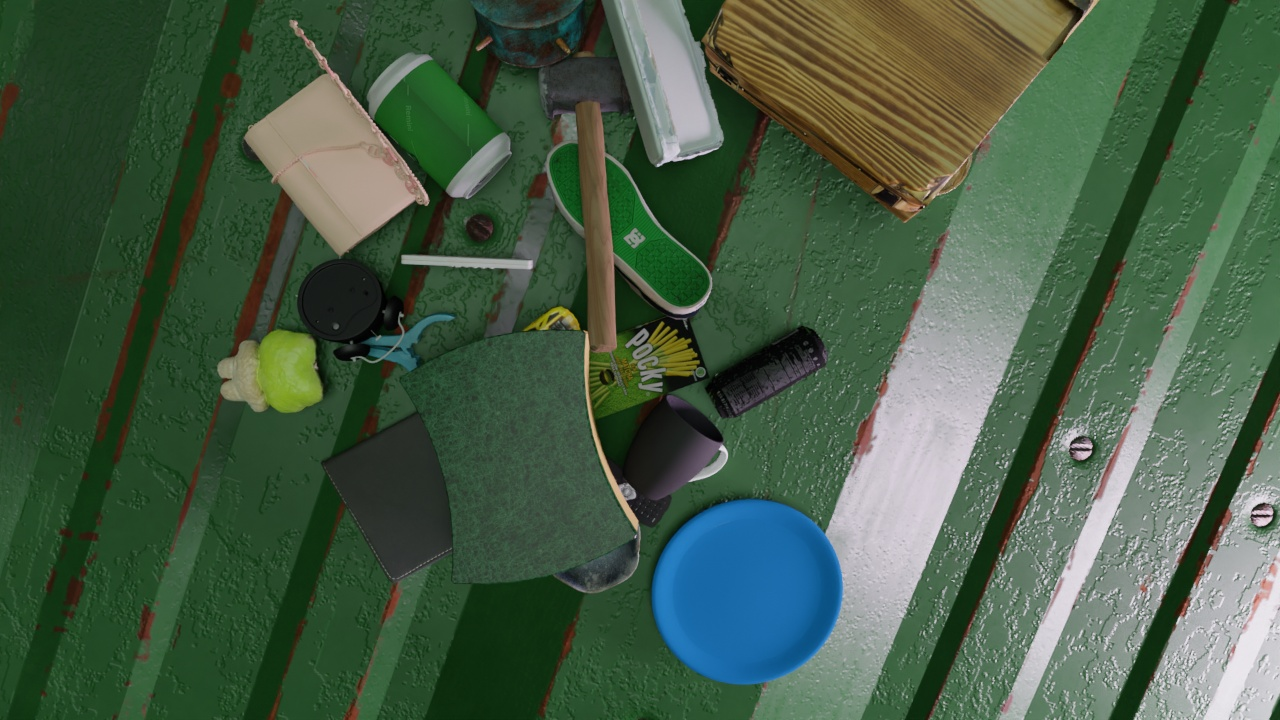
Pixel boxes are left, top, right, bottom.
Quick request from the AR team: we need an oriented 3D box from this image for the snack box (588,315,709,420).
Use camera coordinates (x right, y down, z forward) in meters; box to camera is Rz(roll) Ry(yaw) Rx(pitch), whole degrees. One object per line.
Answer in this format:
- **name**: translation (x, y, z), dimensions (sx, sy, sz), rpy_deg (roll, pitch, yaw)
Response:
- **snack box**: translation (-0.006, 0.006, 1.030), dimensions (0.147, 0.025, 0.080), rpy_deg (-20, 99, -1)

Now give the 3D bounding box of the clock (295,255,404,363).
- **clock**: translation (-0.306, -0.051, 0.978), dimensions (0.120, 0.042, 0.091), rpy_deg (43, 82, 9)

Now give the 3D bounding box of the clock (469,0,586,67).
- **clock**: translation (-0.112, -0.383, 0.934), dimensions (0.121, 0.073, 0.157), rpy_deg (2, 68, 0)

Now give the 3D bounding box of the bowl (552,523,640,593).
- **bowl**: translation (-0.055, 0.203, 1.039), dimensions (0.110, 0.055, 0.110), rpy_deg (-1, 97, -4)

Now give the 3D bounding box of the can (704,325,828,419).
- **can**: translation (0.142, 0.014, 1.027), dimensions (0.137, 0.054, 0.054), rpy_deg (-30, 99, 1)

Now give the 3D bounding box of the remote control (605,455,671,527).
- **remote control**: translation (-0.025, 0.145, 1.056), dimensions (0.124, 0.009, 0.046), rpy_deg (32, 94, -7)

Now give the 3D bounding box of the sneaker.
- **sneaker**: translation (-0.018, -0.136, 0.993), dimensions (0.084, 0.079, 0.235), rpy_deg (-39, 81, -12)

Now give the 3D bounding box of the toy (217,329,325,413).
- **toy**: translation (-0.401, 0.014, 0.996), dimensions (0.115, 0.046, 0.092), rpy_deg (-8, 97, 4)

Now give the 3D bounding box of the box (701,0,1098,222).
- **box**: translation (0.229, -0.307, 0.887), dimensions (0.279, 0.220, 0.259), rpy_deg (39, 96, 3)

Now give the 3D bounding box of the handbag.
- **handbag**: translation (-0.314, -0.204, 0.899), dimensions (0.116, 0.187, 0.199), rpy_deg (-38, 103, -6)

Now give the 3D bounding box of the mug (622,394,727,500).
- **mug**: translation (0.042, 0.108, 1.028), dimensions (0.118, 0.085, 0.100), rpy_deg (28, 107, -36)

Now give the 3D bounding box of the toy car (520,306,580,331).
- **toy car**: translation (-0.116, -0.017, 1.019), dimensions (0.107, 0.030, 0.049), rpy_deg (-36, 99, 3)

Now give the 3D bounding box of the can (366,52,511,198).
- **can**: translation (-0.208, -0.242, 0.952), dimensions (0.088, 0.088, 0.140), rpy_deg (-45, 98, 3)

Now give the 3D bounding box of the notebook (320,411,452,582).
- **notebook**: translation (-0.227, 0.137, 1.034), dimensions (0.209, 0.029, 0.169), rpy_deg (-28, 97, 4)

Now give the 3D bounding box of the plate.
- **plate**: translation (0.124, 0.268, 1.075), dimensions (0.224, 0.024, 0.224), rpy_deg (0, 98, -4)

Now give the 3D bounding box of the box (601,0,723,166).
- **box**: translation (0.012, -0.305, 0.932), dimensions (0.084, 0.185, 0.211), rpy_deg (-15, 100, 20)

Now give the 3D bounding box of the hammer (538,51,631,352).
- **hammer**: translation (-0.047, -0.168, 0.937), dimensions (0.098, 0.052, 0.328), rpy_deg (-4, 76, -3)

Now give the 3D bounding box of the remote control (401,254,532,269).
- **remote control**: translation (-0.185, -0.106, 0.990), dimensions (0.136, 0.050, 0.011), rpy_deg (2, 97, -4)

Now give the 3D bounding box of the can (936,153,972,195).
- **can**: translation (0.316, -0.224, 1.012), dimensions (0.086, 0.043, 0.086), rpy_deg (0, 97, -3)

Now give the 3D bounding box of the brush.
- **brush**: translation (-0.124, 0.097, 0.965), dimensions (0.195, 0.075, 0.250), rpy_deg (-14, 91, 2)

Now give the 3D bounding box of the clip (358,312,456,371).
- **clip**: translation (-0.247, -0.003, 1.015), dimensions (0.121, 0.033, 0.119), rpy_deg (-29, 102, 0)
